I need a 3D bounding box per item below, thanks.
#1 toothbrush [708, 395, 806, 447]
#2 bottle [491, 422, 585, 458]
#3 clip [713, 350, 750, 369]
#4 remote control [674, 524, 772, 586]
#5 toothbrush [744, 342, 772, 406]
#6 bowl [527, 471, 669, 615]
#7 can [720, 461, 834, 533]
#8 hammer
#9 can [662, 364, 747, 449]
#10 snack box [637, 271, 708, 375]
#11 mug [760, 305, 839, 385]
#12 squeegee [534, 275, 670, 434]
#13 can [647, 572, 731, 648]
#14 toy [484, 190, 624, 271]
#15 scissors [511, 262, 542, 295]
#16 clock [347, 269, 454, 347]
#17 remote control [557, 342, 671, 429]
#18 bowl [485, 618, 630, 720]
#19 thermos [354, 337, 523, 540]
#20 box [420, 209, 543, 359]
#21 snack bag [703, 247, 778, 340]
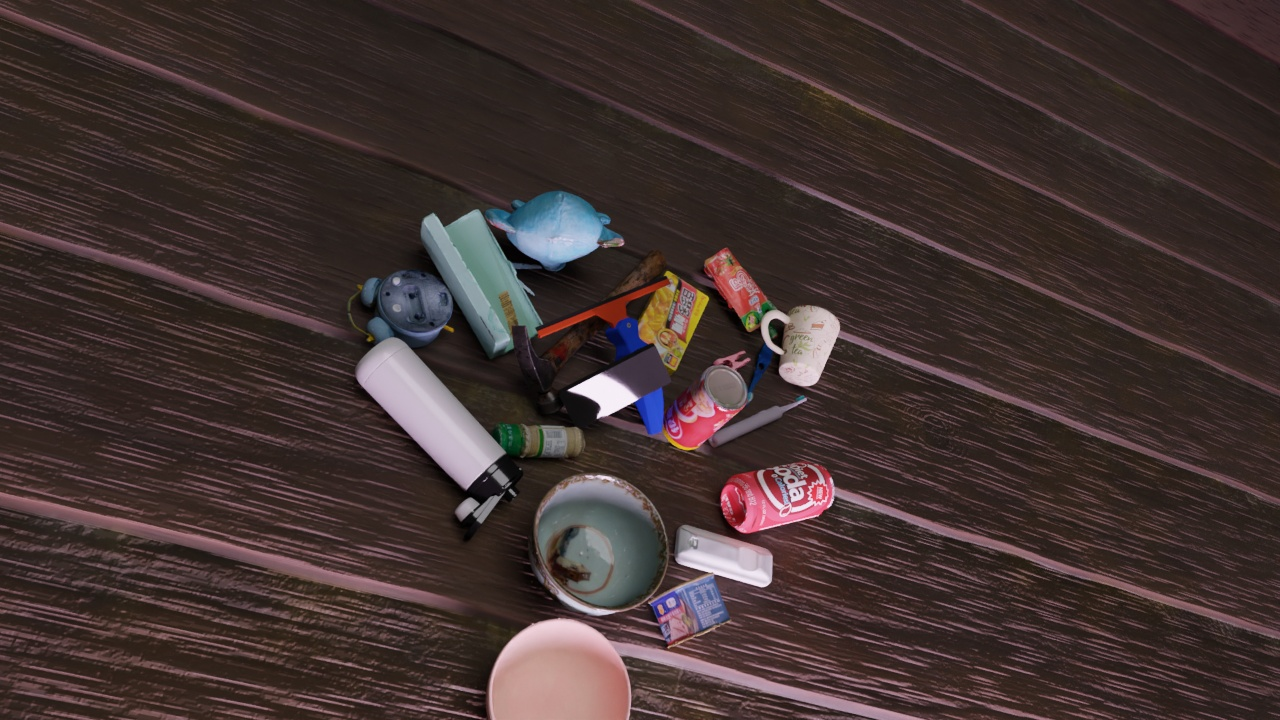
[{"bbox_3d":[0.168,0.082,1.281,0.187,0.018,0.019,-20,74,-35],"label":"toothbrush"},{"bbox_3d":[-0.122,0.097,1.103,0.109,0.043,0.042,4,60,-28],"label":"bottle"},{"bbox_3d":[0.127,0.001,1.309,0.043,0.023,0.060,43,57,-1],"label":"clip"},{"bbox_3d":[0.106,0.243,1.146,0.133,0.022,0.050,19,54,-17],"label":"remote control"},{"bbox_3d":[0.170,0.016,1.324,0.021,0.016,0.132,34,52,-8],"label":"toothbrush"},{"bbox_3d":[-0.059,0.216,1.029,0.159,0.094,0.159,13,56,-21],"label":"bowl"},{"bbox_3d":[0.178,0.176,1.192,0.142,0.075,0.074,-7,65,-31],"label":"can"},{"bbox_3d":[-0.054,-0.069,1.220,0.329,0.033,0.120,-48,129,-44],"label":"hammer"},{"bbox_3d":[0.081,0.061,1.179,0.066,0.125,0.066,13,56,-21],"label":"can"},{"bbox_3d":[0.038,-0.053,1.290,0.075,0.025,0.151,32,52,-7],"label":"snack box"},{"bbox_3d":[0.226,-0.029,1.342,0.122,0.081,0.097,32,58,-18],"label":"mug"},{"bbox_3d":[-0.007,0.007,1.183,0.248,0.055,0.185,-26,102,-44],"label":"squeegee"},{"bbox_3d":[0.056,0.285,1.046,0.053,0.100,0.059,-12,71,-32],"label":"can"},{"bbox_3d":[-0.115,-0.175,1.233,0.183,0.115,0.180,7,15,-6],"label":"toy"},{"bbox_3d":[-0.194,-0.120,1.216,0.130,0.014,0.116,40,54,-9],"label":"scissors"},{"bbox_3d":[-0.288,-0.060,1.105,0.124,0.052,0.088,-5,65,-29],"label":"clock"},{"bbox_3d":[-0.032,0.032,1.134,0.133,0.013,0.058,-26,117,-4],"label":"remote control"},{"bbox_3d":[-0.093,0.349,0.942,0.153,0.076,0.152,12,58,-20],"label":"bowl"},{"bbox_3d":[-0.236,0.086,1.038,0.230,0.069,0.101,46,64,3],"label":"thermos"},{"bbox_3d":[-0.192,-0.105,1.153,0.091,0.077,0.188,-28,82,-23],"label":"box"},{"bbox_3d":[0.156,-0.095,1.376,0.087,0.044,0.155,-30,84,-46],"label":"snack bag"}]
